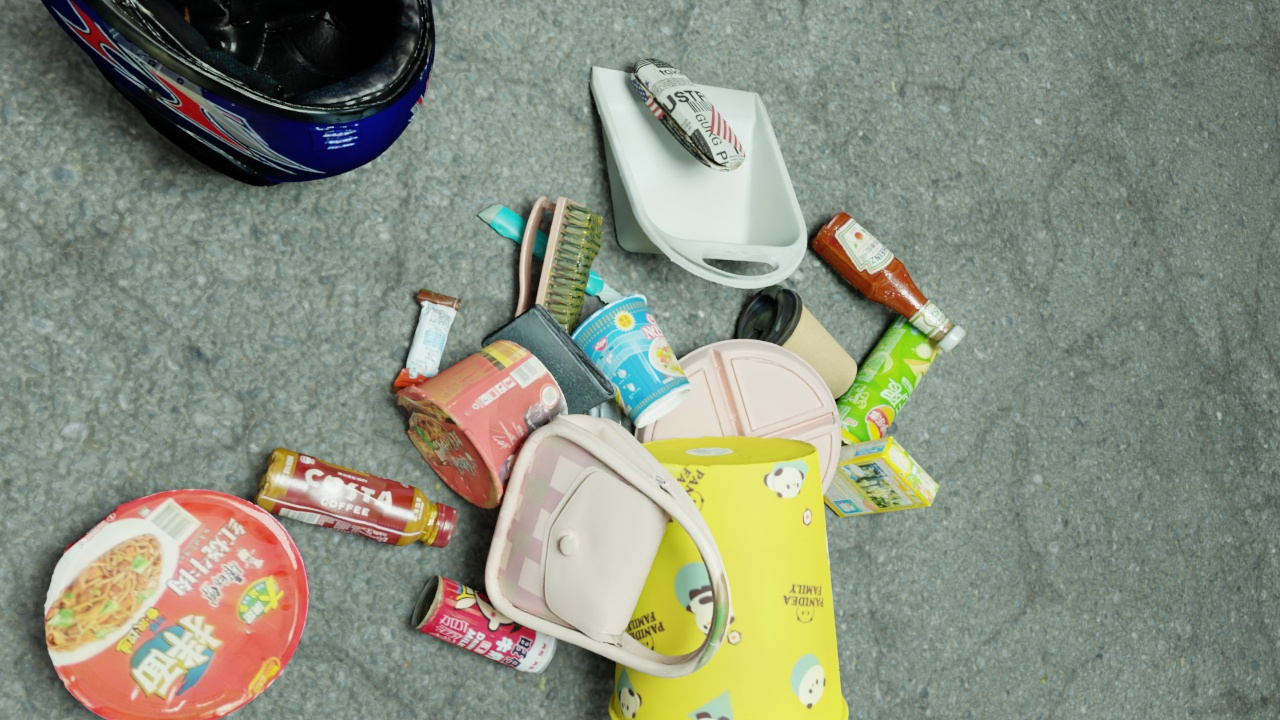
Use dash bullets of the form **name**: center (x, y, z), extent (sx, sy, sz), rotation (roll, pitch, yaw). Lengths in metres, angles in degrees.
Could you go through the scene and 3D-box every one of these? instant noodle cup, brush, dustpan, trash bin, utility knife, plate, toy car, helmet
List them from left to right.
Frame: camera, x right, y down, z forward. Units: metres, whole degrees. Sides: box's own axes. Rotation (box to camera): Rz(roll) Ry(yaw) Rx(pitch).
- **instant noodle cup**: center (-0.383, 0.202, 0.770), extent (0.193, 0.066, 0.193), rotation (2, 86, -26)
- **helmet**: center (-0.327, -0.283, 0.734), extent (0.315, 0.241, 0.247), rotation (30, 74, -32)
- **instant noodle cup**: center (-0.141, 0.054, 0.864), extent (0.108, 0.138, 0.138), rotation (-40, 103, -31)
- **brush**: center (-0.088, -0.091, 0.930), extent (0.073, 0.063, 0.145), rotation (14, 95, 11)
- **utility knife**: center (-0.075, -0.097, 0.970), extent (0.218, 0.013, 0.029), rotation (35, 74, -16)
- **toy car**: center (-0.037, 0.071, 0.963), extent (0.042, 0.034, 0.090), rotation (3, 86, -29)
- **instant noodle cup**: center (-0.006, 0.005, 0.929), extent (0.099, 0.099, 0.110), rotation (-28, 74, -25)
- **dustpan**: center (0.076, -0.197, 0.981), extent (0.222, 0.143, 0.257), rotation (1, 87, -26)
- **trash bin**: center (0.080, 0.211, 0.881), extent (0.229, 0.230, 0.255), rotation (-3, 94, -26)
- **plate**: center (0.108, 0.092, 0.985), extent (0.229, 0.028, 0.229), rotation (-1, 100, -7)

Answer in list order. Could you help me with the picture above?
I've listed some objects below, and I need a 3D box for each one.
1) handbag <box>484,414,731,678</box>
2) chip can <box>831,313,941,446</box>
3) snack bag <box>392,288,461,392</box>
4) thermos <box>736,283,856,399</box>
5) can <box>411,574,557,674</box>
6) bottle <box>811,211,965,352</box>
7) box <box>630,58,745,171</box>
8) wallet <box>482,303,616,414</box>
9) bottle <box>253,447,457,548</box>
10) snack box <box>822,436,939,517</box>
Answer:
- **handbag**: center (-0.018, 0.173, 0.792), extent (0.093, 0.234, 0.193), rotation (-4, 118, -53)
- **chip can**: center (0.294, 0.026, 1.102), extent (0.072, 0.073, 0.220), rotation (45, 69, -15)
- **snack bag**: center (-0.207, -0.015, 0.893), extent (0.048, 0.026, 0.104), rotation (15, 78, -30)
- **thermos**: center (0.179, -0.016, 1.046), extent (0.143, 0.093, 0.093), rotation (34, 72, -27)
- **can**: center (-0.148, 0.256, 0.883), extent (0.132, 0.053, 0.053), rotation (29, 74, -20)
- **bottle**: center (0.294, -0.090, 1.081), extent (0.206, 0.060, 0.059), rotation (44, 67, 8)
- **box**: center (0.053, -0.266, 0.981), extent (0.164, 0.051, 0.068), rotation (50, 30, 15)
- **wallet**: center (-0.093, 0.008, 0.909), extent (0.121, 0.097, 0.019), rotation (50, 43, -13)
- **bottle**: center (-0.256, 0.131, 0.840), extent (0.174, 0.058, 0.057), rotation (21, 77, -23)
- **snack box**: center (0.253, 0.134, 1.035), extent (0.087, 0.141, 0.033), rotation (44, 60, -16)
